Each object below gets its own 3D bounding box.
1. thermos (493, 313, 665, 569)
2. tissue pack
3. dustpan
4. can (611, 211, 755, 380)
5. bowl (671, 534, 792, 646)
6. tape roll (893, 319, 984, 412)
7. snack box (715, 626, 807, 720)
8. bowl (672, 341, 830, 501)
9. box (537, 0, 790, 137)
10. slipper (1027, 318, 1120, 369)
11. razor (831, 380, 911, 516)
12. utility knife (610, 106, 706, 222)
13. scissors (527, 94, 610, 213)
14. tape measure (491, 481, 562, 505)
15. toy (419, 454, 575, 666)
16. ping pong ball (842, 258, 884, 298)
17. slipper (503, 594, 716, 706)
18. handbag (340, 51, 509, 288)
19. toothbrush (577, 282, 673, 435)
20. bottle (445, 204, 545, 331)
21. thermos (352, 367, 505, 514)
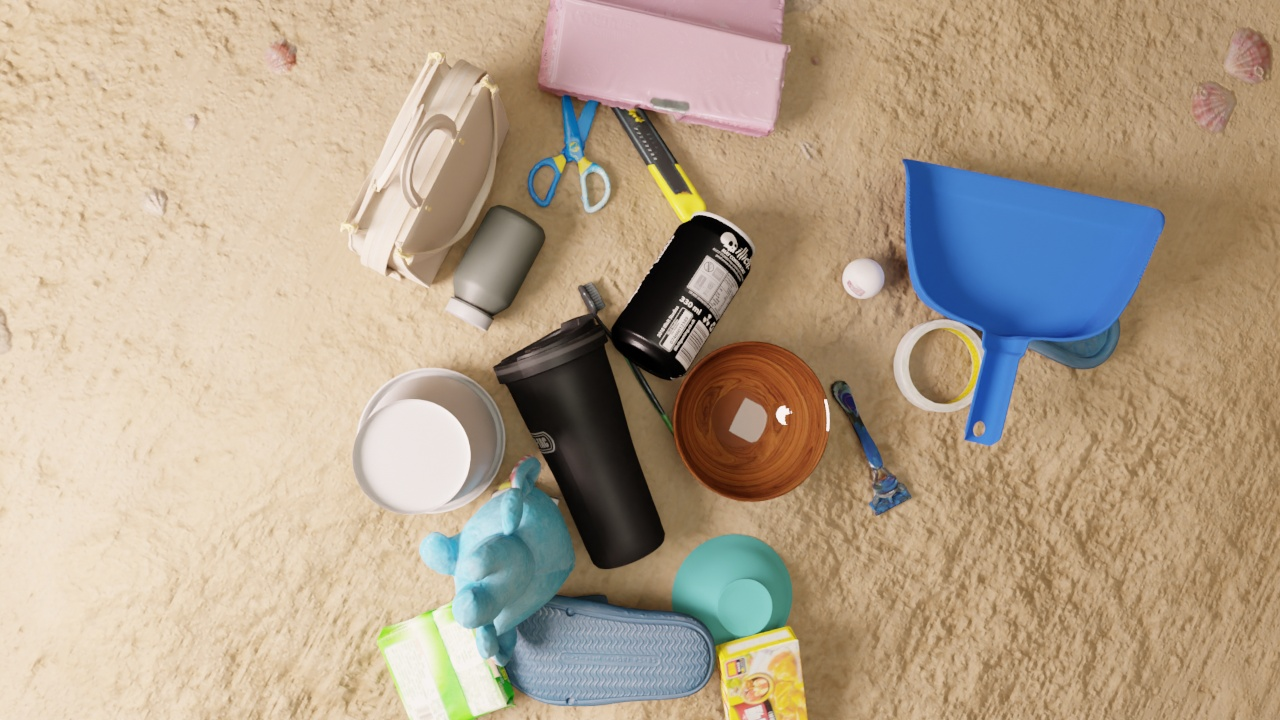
[{"bbox_3d":[-0.049,0.076,0.838,0.105,0.106,0.218,-22,97,-8],"label":"thermos"},{"bbox_3d":[-0.175,0.279,0.835,0.099,0.034,0.114,-21,92,7],"label":"tissue pack"},{"bbox_3d":[0.347,-0.048,0.873,0.245,0.059,0.257,13,93,6],"label":"dustpan"},{"bbox_3d":[0.040,-0.060,0.854,0.080,0.080,0.146,34,78,-6],"label":"can"},{"bbox_3d":[0.094,0.231,0.878,0.121,0.046,0.121,0,89,-8],"label":"bowl"},{"bbox_3d":[0.304,0.005,0.928,0.094,0.019,0.094,0,89,-9],"label":"tape roll"},{"bbox_3d":[0.118,0.329,0.868,0.075,0.025,0.152,-12,110,-9],"label":"snack box"},{"bbox_3d":[0.098,0.056,0.871,0.147,0.069,0.147,0,89,-8],"label":"bowl"},{"bbox_3d":[0.027,-0.317,0.872,0.232,0.051,0.180,8,80,-9],"label":"box"},{"bbox_3d":[0.395,-0.062,0.924,0.213,0.059,0.103,33,87,-8],"label":"slipper"},{"bbox_3d":[0.225,0.085,0.915,0.044,0.018,0.141,-26,93,-8],"label":"razor"},{"bbox_3d":[0.005,-0.214,0.890,0.028,0.020,0.186,-34,92,-10],"label":"utility knife"},{"bbox_3d":[-0.054,-0.202,0.882,0.097,0.020,0.132,22,87,-10],"label":"scissors"},{"bbox_3d":[-0.111,0.149,0.865,0.065,0.017,0.064,12,87,-8],"label":"tape measure"},{"bbox_3d":[-0.125,0.171,0.762,0.115,0.180,0.183,11,91,13],"label":"toy"},{"bbox_3d":[0.220,-0.081,0.907,0.040,0.040,0.040,0,89,-9],"label":"ping pong ball"},{"bbox_3d":[-0.037,0.269,0.853,0.214,0.059,0.104,4,92,5],"label":"slipper"},{"bbox_3d":[-0.181,-0.164,0.769,0.101,0.198,0.194,26,85,-7],"label":"handbag"},{"bbox_3d":[-0.005,0.005,0.885,0.017,0.014,0.188,-33,94,-16],"label":"toothbrush"},{"bbox_3d":[-0.135,-0.084,0.844,0.060,0.060,0.108,28,85,-7],"label":"bottle"},{"bbox_3d":[-0.177,0.071,0.753,0.131,0.222,0.131,0,89,-9],"label":"thermos"}]
